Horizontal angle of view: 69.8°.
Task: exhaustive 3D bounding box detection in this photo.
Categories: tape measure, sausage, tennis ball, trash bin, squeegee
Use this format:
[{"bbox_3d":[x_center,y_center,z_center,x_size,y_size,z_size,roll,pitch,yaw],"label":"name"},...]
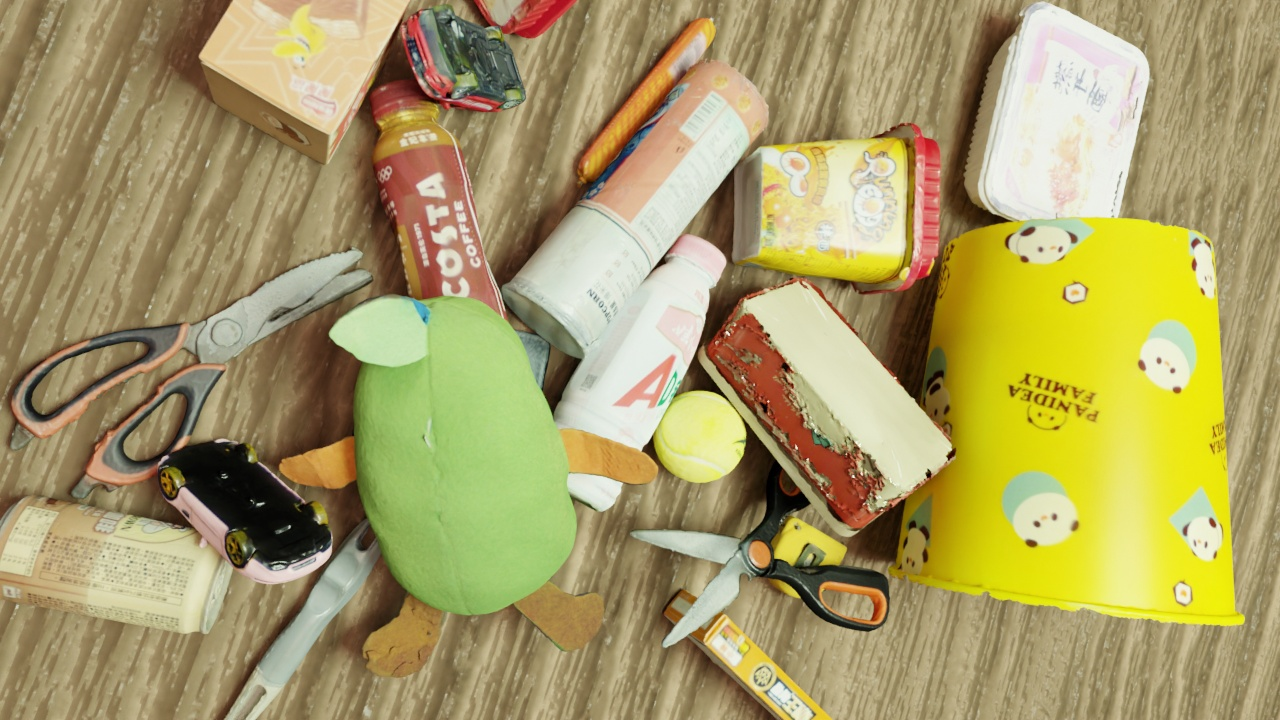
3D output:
[{"bbox_3d":[0.124,0.152,0.700,0.060,0.029,0.057,32,81,-18],"label":"tape measure"},{"bbox_3d":[0.005,-0.185,0.651,0.021,0.021,0.165,41,78,-16],"label":"sausage"},{"bbox_3d":[0.042,0.054,0.647,0.065,0.065,0.065,0,91,-20],"label":"tennis ball"},{"bbox_3d":[0.308,0.044,0.671,0.229,0.230,0.255,8,83,-20],"label":"trash bin"},{"bbox_3d":[-0.234,0.200,0.565,0.246,0.039,0.246,34,72,1],"label":"squeegee"}]

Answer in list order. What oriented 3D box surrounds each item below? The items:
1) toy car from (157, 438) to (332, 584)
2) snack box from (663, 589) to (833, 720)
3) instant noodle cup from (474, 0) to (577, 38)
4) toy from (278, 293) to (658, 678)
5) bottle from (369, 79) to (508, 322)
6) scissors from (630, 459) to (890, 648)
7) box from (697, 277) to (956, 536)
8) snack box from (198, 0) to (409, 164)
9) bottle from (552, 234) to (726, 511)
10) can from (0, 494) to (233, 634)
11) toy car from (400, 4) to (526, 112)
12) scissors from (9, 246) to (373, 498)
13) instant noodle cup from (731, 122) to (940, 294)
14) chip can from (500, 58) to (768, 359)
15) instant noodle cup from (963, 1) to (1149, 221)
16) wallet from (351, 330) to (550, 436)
[{"bbox_3d":[-0.227,0.087,0.527,0.056,0.122,0.037,-18,131,-50],"label":"toy car"},{"bbox_3d":[0.087,0.230,0.663,0.154,0.075,0.026,46,76,-15],"label":"snack box"},{"bbox_3d":[-0.053,-0.289,0.586,0.124,0.117,0.116,-40,104,-28],"label":"instant noodle cup"},{"bbox_3d":[-0.103,0.073,0.539,0.227,0.089,0.247,-3,111,2],"label":"toy"},{"bbox_3d":[-0.130,-0.087,0.579,0.057,0.057,0.175,-15,88,-19],"label":"bottle"},{"bbox_3d":[0.093,0.130,0.650,0.221,0.022,0.223,33,52,-18],"label":"scissors"},{"bbox_3d":[0.128,0.024,0.624,0.091,0.079,0.168,-23,68,-42],"label":"box"},{"bbox_3d":[-0.195,-0.182,0.539,0.077,0.093,0.094,29,81,-19],"label":"snack box"},{"bbox_3d":[-0.004,0.004,0.629,0.068,0.068,0.196,34,78,-18],"label":"bottle"},{"bbox_3d":[-0.297,0.117,0.521,0.116,0.058,0.058,16,86,-13],"label":"can"},{"bbox_3d":[-0.110,-0.179,0.564,0.045,0.120,0.053,-18,92,15],"label":"toy car"},{"bbox_3d":[-0.261,0.004,0.562,0.206,0.015,0.194,8,88,-20],"label":"scissors"},{"bbox_3d":[0.135,-0.108,0.660,0.123,0.116,0.116,1,91,-9],"label":"instant noodle cup"},{"bbox_3d":[0.000,-0.105,0.620,0.071,0.071,0.214,42,75,-16],"label":"chip can"},{"bbox_3d":[0.331,-0.185,0.751,0.138,0.060,0.173,16,85,-20],"label":"instant noodle cup"},{"bbox_3d":[-0.124,0.020,0.612,0.120,0.019,0.097,12,86,-22],"label":"wallet"}]
